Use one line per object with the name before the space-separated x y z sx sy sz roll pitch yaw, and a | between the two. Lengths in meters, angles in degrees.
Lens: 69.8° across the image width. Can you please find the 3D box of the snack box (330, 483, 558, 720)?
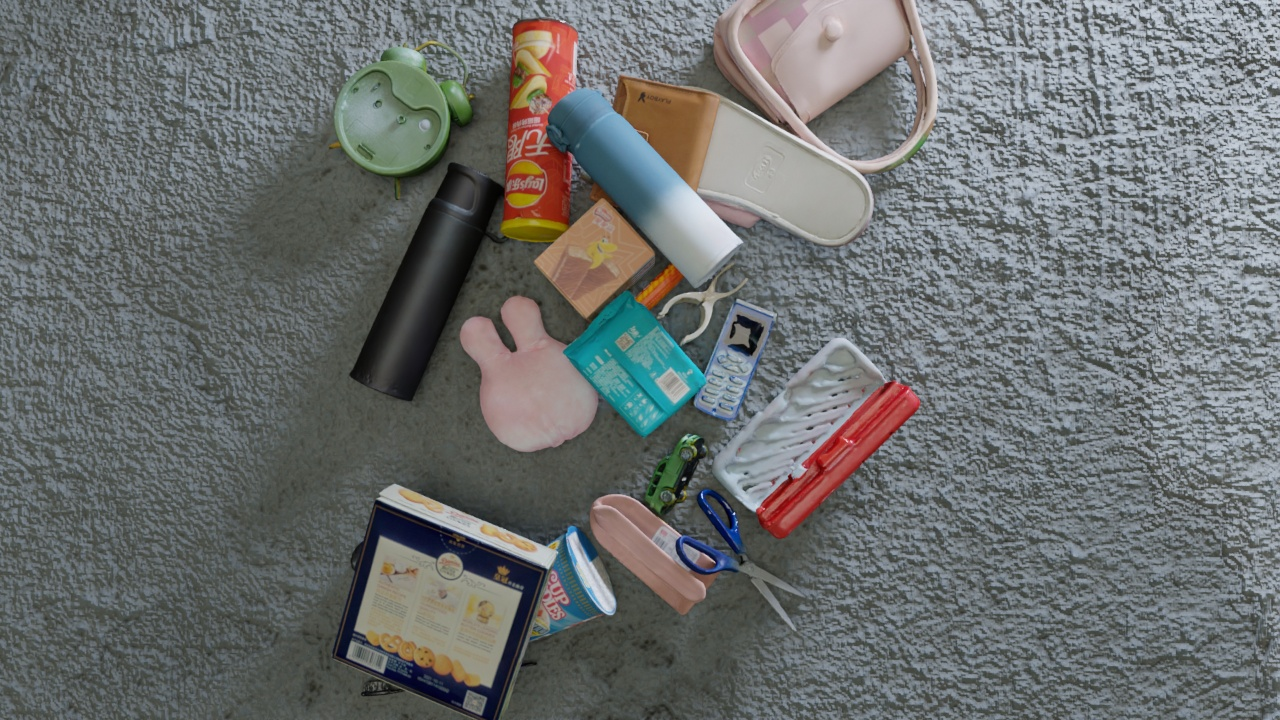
snack box | -0.190 0.237 0.887 0.178 0.045 0.183 21 103 7

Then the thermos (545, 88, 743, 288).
thermos | 0.001 -0.168 0.881 0.070 0.070 0.220 -44 86 0

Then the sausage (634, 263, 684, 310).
sausage | 0.013 -0.070 0.966 0.165 0.021 0.021 -44 89 0

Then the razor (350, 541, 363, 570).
razor | -0.233 0.248 0.956 0.167 0.062 0.068 48 120 -5

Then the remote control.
remote control | 0.098 0.000 0.963 0.049 0.024 0.125 22 91 0

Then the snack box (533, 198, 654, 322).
snack box | -0.044 -0.099 0.931 0.094 0.093 0.077 -43 89 0

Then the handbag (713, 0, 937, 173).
handbag | 0.207 -0.301 0.943 0.193 0.093 0.234 -35 97 1

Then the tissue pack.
tissue pack | -0.006 0.005 0.931 0.093 0.050 0.133 -42 114 -1

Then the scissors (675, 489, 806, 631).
scissors | 0.103 0.203 0.946 0.162 0.012 0.162 11 54 -35

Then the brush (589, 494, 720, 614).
brush | 0.009 0.191 0.940 0.145 0.073 0.063 40 91 2

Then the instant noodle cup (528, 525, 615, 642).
instant noodle cup | -0.095 0.238 0.935 0.110 0.099 0.099 -29 89 7

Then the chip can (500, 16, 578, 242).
chip can | -0.102 -0.234 0.937 0.073 0.073 0.216 3 87 0

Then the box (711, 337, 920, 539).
box | 0.173 0.076 0.927 0.100 0.095 0.201 45 91 -2

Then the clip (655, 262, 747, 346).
clip | 0.071 -0.049 0.961 0.104 0.035 0.086 -21 86 -8

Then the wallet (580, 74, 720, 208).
wallet | 0.008 -0.213 0.925 0.119 0.035 0.131 15 97 9

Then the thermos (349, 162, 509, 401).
thermos | -0.208 -0.077 0.948 0.090 0.068 0.242 25 89 -21

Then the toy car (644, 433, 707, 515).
toy car | 0.037 0.117 0.953 0.036 0.043 0.091 32 98 23

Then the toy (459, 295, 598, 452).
toy | -0.116 0.015 0.949 0.121 0.054 0.159 -26 94 -7

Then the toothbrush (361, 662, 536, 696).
toothbrush | -0.203 0.333 0.971 0.189 0.014 0.016 -10 77 0

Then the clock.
clock | -0.242 -0.258 0.952 0.116 0.056 0.161 38 90 0

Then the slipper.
slipper | 0.108 -0.197 0.944 0.274 0.054 0.114 25 99 10
